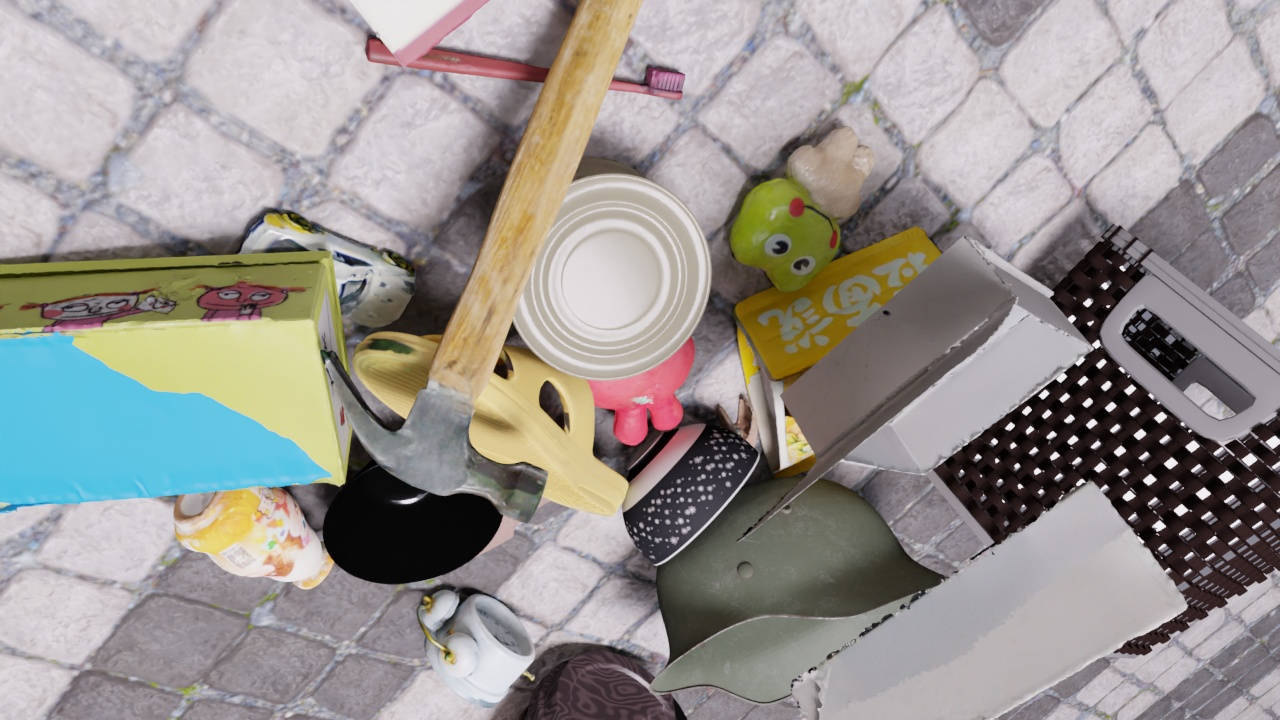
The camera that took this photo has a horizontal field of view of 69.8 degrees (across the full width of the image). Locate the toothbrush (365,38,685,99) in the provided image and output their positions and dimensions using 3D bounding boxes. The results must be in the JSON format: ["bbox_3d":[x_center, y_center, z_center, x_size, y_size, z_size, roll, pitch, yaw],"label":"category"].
[{"bbox_3d":[-0.060,-0.169,0.529,0.189,0.016,0.016,-1,120,-24],"label":"toothbrush"}]

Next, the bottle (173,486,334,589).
[{"bbox_3d":[-0.257,0.117,0.620,0.063,0.063,0.109,-35,132,3],"label":"bottle"}]

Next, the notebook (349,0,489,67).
[{"bbox_3d":[-0.081,-0.265,0.441,0.209,0.012,0.153,-38,131,0],"label":"notebook"}]

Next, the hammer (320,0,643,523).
[{"bbox_3d":[-0.060,-0.089,0.491,0.132,0.033,0.330,22,87,-7],"label":"hammer"}]

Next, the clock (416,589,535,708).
[{"bbox_3d":[-0.140,0.232,0.749,0.057,0.083,0.117,-46,134,5],"label":"clock"}]

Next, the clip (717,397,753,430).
[{"bbox_3d":[0.075,0.060,0.758,0.045,0.025,0.061,-17,133,-12],"label":"clip"}]

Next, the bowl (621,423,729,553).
[{"bbox_3d":[0.028,0.093,0.717,0.066,0.120,0.120,44,102,1],"label":"bowl"}]

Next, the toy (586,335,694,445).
[{"bbox_3d":[-0.004,0.004,0.664,0.091,0.045,0.135,-24,125,-5],"label":"toy"}]

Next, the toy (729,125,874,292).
[{"bbox_3d":[0.118,-0.106,0.640,0.092,0.043,0.118,28,108,-36],"label":"toy"}]

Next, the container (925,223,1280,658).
[{"bbox_3d":[0.415,0.084,0.772,0.244,0.247,0.245,-47,141,18],"label":"container"}]

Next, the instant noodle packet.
[{"bbox_3d":[0.174,0.020,0.750,0.163,0.084,0.222,-24,142,-5],"label":"instant noodle packet"}]

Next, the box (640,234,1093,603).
[{"bbox_3d":[0.145,0.012,0.540,0.166,0.108,0.417,-46,156,26],"label":"box"}]

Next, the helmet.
[{"bbox_3d":[0.111,0.185,0.776,0.267,0.153,0.228,-15,149,-21],"label":"helmet"}]

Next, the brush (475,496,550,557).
[{"bbox_3d":[-0.104,0.118,0.728,0.135,0.015,0.050,-27,130,-12],"label":"brush"}]

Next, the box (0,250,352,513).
[{"bbox_3d":[-0.278,0.011,0.504,0.221,0.079,0.125,-4,125,-7],"label":"box"}]

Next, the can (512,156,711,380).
[{"bbox_3d":[-0.026,-0.057,0.566,0.127,0.073,0.128,-5,109,-14],"label":"can"}]

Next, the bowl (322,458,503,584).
[{"bbox_3d":[-0.164,0.097,0.655,0.124,0.052,0.124,-12,129,-16],"label":"bowl"}]

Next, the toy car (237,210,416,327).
[{"bbox_3d":[-0.185,-0.051,0.550,0.105,0.033,0.048,20,112,-36],"label":"toy car"}]

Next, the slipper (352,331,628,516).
[{"bbox_3d":[-0.077,0.033,0.615,0.263,0.100,0.078,50,56,-54],"label":"slipper"}]

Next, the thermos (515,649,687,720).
[{"bbox_3d":[-0.077,0.406,0.861,0.172,0.172,0.227,23,118,-36],"label":"thermos"}]
